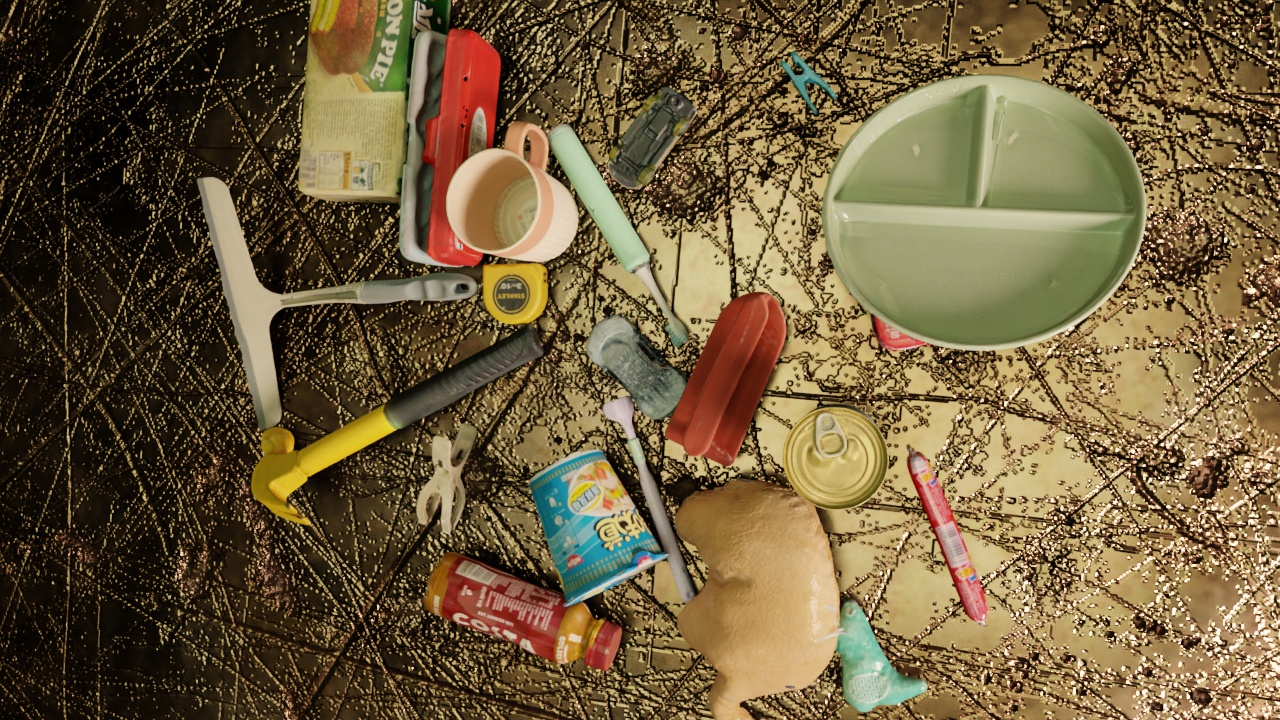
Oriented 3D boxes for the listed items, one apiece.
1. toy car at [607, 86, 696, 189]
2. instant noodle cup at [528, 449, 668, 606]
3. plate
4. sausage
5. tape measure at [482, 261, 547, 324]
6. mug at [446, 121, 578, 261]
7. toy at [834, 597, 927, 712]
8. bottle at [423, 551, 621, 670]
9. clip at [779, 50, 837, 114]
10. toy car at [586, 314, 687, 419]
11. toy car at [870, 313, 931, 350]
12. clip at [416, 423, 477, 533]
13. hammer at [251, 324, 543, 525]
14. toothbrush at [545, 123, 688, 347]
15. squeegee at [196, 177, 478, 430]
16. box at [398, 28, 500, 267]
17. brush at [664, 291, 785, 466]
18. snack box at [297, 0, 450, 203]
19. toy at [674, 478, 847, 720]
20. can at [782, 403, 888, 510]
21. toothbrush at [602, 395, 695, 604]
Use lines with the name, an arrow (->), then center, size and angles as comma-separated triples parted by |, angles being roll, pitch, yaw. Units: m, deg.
toy car -> 0.010, -0.189, 0.791 | 0.042, 0.035, 0.090 | 40, 100, 13
instant noodle cup -> -0.042, 0.138, 0.783 | 0.099, 0.099, 0.110 | -30, 74, 13
plate -> 0.256, -0.114, 0.702 | 0.230, 0.027, 0.230 | -5, 72, 15
sausage -> 0.248, 0.141, 0.739 | 0.020, 0.020, 0.156 | -22, 85, 14
tape measure -> -0.112, -0.061, 0.828 | 0.060, 0.029, 0.057 | 0, 90, 15
mug -> -0.103, -0.143, 0.784 | 0.082, 0.105, 0.114 | 11, 93, 14
toy -> 0.174, 0.244, 0.756 | 0.097, 0.030, 0.092 | -27, 79, 21
bottle -> -0.103, 0.224, 0.813 | 0.175, 0.057, 0.057 | 17, 95, 14
clip -> 0.139, -0.234, 0.767 | 0.041, 0.014, 0.056 | -37, 83, 12
toy car -> -0.005, 0.005, 0.799 | 0.105, 0.031, 0.049 | 45, 100, 11
toy car -> 0.244, -0.042, 0.726 | 0.121, 0.045, 0.053 | -13, 86, 17
clip -> -0.178, 0.108, 0.845 | 0.034, 0.064, 0.098 | 16, 102, 15
hammer -> -0.225, 0.051, 0.836 | 0.301, 0.033, 0.128 | -28, 40, 6
toothbrush -> -0.018, -0.111, 0.804 | 0.224, 0.026, 0.027 | 59, 141, 7
squeegee -> -0.267, -0.063, 0.864 | 0.247, 0.039, 0.247 | -5, 107, 9
box -> -0.171, -0.184, 0.814 | 0.068, 0.090, 0.201 | 5, 91, 14
brush -> 0.075, 0.011, 0.758 | 0.063, 0.069, 0.146 | 25, 97, 12
snack box -> -0.241, -0.265, 0.836 | 0.115, 0.063, 0.240 | 5, 92, 22
toy -> 0.097, 0.210, 0.752 | 0.144, 0.082, 0.226 | -1, 91, 36
can -> 0.153, 0.072, 0.717 | 0.075, 0.111, 0.075 | 0, 89, 13
toothbrush -> 0.011, 0.123, 0.802 | 0.029, 0.021, 0.189 | -19, 86, -18
